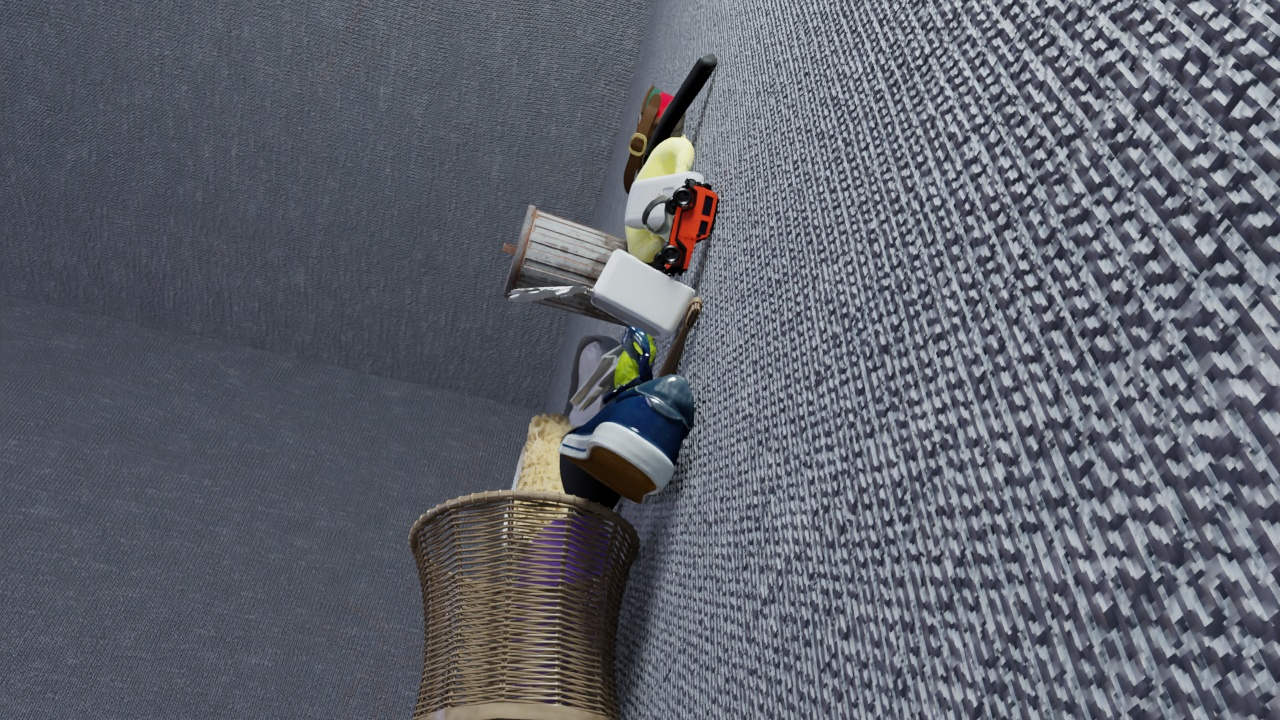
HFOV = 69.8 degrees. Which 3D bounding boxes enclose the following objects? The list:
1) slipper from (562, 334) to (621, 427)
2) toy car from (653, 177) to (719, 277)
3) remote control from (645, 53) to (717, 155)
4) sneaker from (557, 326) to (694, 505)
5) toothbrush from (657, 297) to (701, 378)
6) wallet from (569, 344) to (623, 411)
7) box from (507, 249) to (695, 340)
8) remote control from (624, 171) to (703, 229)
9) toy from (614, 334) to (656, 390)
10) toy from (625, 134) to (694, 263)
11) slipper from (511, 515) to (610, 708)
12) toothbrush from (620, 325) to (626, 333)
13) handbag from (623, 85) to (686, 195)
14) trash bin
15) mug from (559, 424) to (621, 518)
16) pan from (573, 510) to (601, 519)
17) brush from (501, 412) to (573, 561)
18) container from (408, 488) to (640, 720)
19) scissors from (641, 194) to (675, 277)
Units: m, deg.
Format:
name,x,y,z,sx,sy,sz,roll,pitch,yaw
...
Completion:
name,x,y,z,sx,sy,sz,roll,pitch,yaw
slipper,-0.076,0.080,1.408,0.112,0.074,0.247,26,107,51
toy car,0.047,-0.133,0.934,0.051,0.049,0.100,169,113,-81
remote control,0.052,-0.328,1.185,0.041,0.020,0.152,-35,-15,-53
sneaker,-0.008,0.061,0.905,0.127,0.120,0.295,-56,4,-17
toothbrush,0.034,-0.002,0.941,0.167,0.016,0.016,111,169,-45
wallet,-0.046,0.021,1.285,0.086,0.032,0.116,-41,-8,-47
box,-0.039,-0.075,0.957,0.110,0.190,0.083,146,136,-84
remote control,0.026,-0.190,1.096,0.139,0.025,0.060,8,86,58
toy,-0.007,0.007,1.151,0.094,0.036,0.094,128,145,-47
toy,0.024,-0.211,1.188,0.154,0.064,0.171,-119,46,-66
slipper,-0.103,0.324,1.099,0.084,0.107,0.266,120,156,-67
toothbrush,-0.013,-0.048,1.368,0.167,0.014,0.016,-173,95,-82
handbag,0.015,-0.300,1.284,0.167,0.063,0.138,99,-167,-71
trash bin,-0.088,-0.126,1.269,0.131,0.211,0.131,-165,91,-80
mug,-0.048,0.133,1.137,0.118,0.085,0.100,-42,-34,-45
pan,-0.048,0.121,1.261,0.178,0.041,0.358,-92,22,-67
brush,-0.133,0.171,1.266,0.270,0.083,0.057,-84,14,-58
container,-0.113,0.260,0.857,0.227,0.226,0.195,112,161,-51
scissors,0.027,-0.136,1.028,0.012,0.131,0.170,59,135,24
